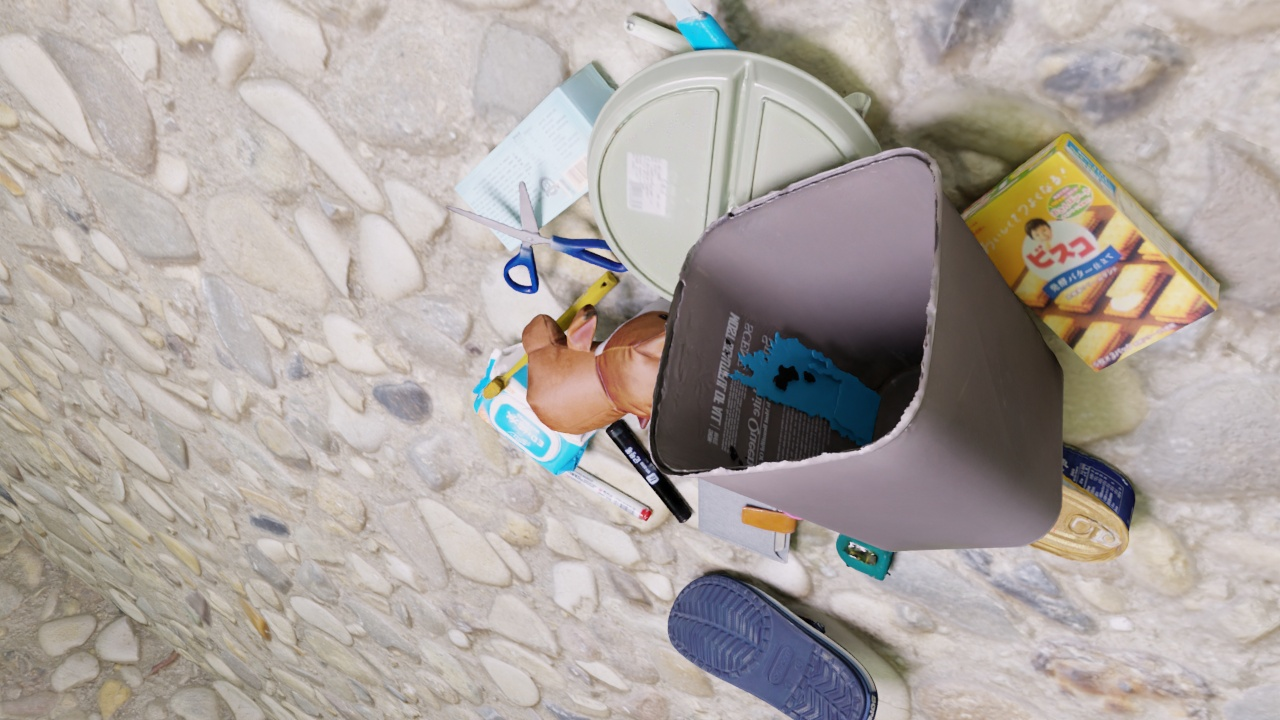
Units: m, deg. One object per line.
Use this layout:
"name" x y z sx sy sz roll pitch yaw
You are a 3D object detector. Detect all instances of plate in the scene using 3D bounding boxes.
"plate" 0.065 -0.112 0.665 0.230 0.027 0.231 13 137 13

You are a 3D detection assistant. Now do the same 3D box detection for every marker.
"marker" -0.052 0.139 1.027 0.145 0.017 0.017 28 137 14
"marker" 0.009 0.117 0.960 0.132 0.020 0.022 52 167 -14

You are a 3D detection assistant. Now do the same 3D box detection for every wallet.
"wallet" 0.103 0.138 0.895 0.107 0.036 0.130 19 135 24

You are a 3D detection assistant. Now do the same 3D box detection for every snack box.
"snack box" 0.282 -0.066 0.586 0.140 0.033 0.087 45 138 -2
"snack box" -0.077 -0.162 0.756 0.074 0.051 0.175 49 138 -12

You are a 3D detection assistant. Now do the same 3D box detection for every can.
"can" 0.298 0.098 0.703 0.148 0.049 0.075 23 136 20

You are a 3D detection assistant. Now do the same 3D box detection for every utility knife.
"utility knife" 0.063 -0.192 0.618 0.185 0.018 0.034 45 158 -26

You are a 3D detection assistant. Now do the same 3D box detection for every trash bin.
"trash bin" 0.153 0.017 0.600 0.199 0.198 0.219 -13 145 44

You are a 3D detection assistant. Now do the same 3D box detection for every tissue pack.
"tissue pack" -0.109 0.052 0.959 0.140 0.063 0.090 39 139 2

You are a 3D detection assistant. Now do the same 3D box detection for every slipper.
"slipper" 0.144 0.305 0.973 0.253 0.105 0.095 20 178 41

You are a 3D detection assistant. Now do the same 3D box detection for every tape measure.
"tape measure" 0.210 0.177 0.856 0.054 0.025 0.058 19 134 22

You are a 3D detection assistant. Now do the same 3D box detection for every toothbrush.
"toothbrush" -0.090 -0.019 0.869 0.015 0.016 0.191 48 118 -3
"toothbrush" 0.069 -0.203 0.638 0.189 0.020 0.029 27 131 17

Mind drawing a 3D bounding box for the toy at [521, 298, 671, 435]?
"toy" -0.005 0.005 0.799 0.200 0.130 0.140 -2 152 43

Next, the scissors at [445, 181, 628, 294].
"scissors" -0.085 -0.099 0.784 0.162 0.012 0.176 8 154 -9

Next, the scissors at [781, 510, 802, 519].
"scissors" 0.113 0.091 0.834 0.137 0.017 0.077 35 119 12
